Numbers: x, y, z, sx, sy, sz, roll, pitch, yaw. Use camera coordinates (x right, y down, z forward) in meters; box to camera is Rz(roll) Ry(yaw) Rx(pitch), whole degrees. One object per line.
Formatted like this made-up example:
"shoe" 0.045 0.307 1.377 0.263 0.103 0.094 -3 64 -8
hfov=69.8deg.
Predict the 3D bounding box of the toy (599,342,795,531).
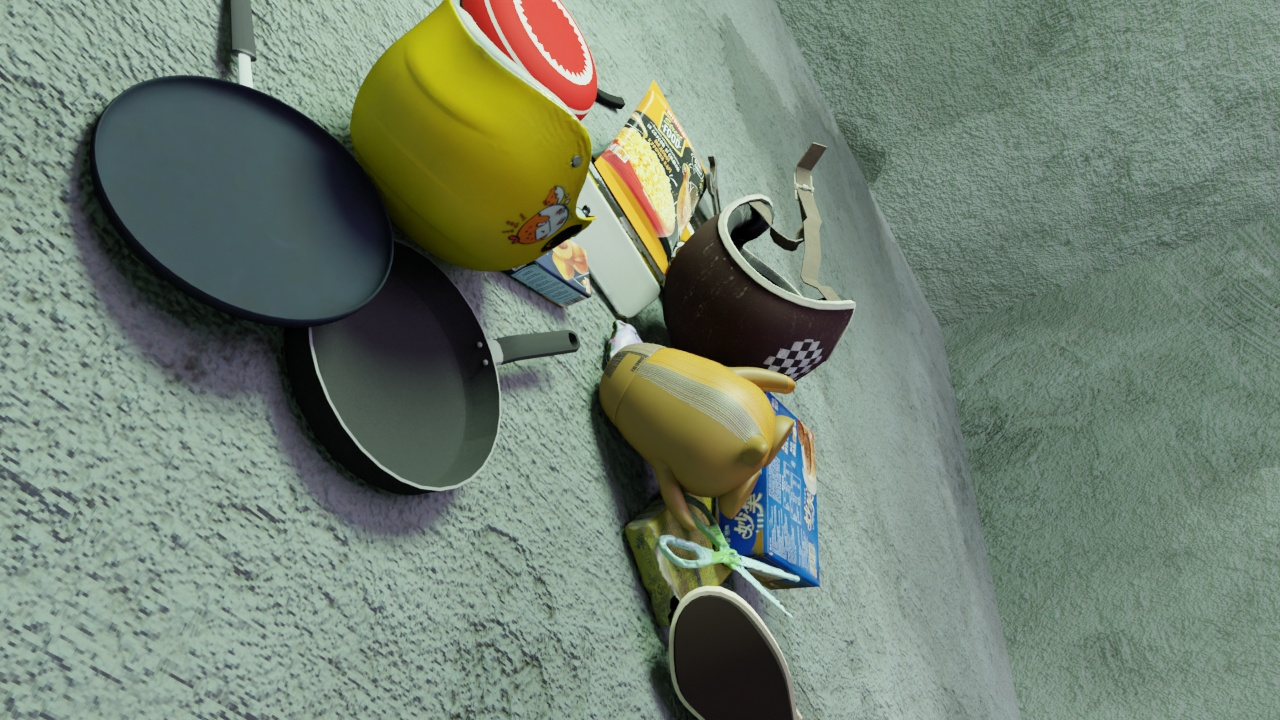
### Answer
"toy" 0.047 0.062 0.992 0.198 0.203 0.163 -53 164 -16

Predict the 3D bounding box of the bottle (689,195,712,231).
"bottle" 0.062 -0.186 1.300 0.174 0.084 0.046 61 27 -20

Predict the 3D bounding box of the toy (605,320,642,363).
"toy" -0.006 0.006 1.074 0.099 0.037 0.080 45 42 -43

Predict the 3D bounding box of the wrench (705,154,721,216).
"wrench" 0.115 -0.164 1.290 0.069 0.010 0.274 -74 158 -44

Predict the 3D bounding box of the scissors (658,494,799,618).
"scissors" 0.096 0.202 0.967 0.170 0.028 0.138 26 32 -18

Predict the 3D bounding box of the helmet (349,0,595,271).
"helmet" -0.153 -0.154 0.760 0.209 0.139 0.240 45 -19 13

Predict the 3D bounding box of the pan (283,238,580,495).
"pan" -0.153 -0.001 0.774 0.354 0.044 0.204 -11 81 -65

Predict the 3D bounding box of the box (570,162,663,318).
"box" -0.051 -0.156 1.096 0.209 0.079 0.080 55 -2 -32

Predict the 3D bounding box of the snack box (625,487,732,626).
"snack box" 0.048 0.207 1.024 0.180 0.045 0.121 -27 99 -62

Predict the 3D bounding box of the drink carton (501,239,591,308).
"drink carton" -0.105 -0.109 0.957 0.130 0.040 0.064 30 45 -53

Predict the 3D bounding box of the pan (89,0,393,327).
"pan" -0.279 -0.174 0.651 0.198 0.021 0.356 12 52 -43

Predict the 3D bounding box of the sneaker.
"sneaker" 0.110 0.353 0.967 0.116 0.112 0.294 -84 153 -77

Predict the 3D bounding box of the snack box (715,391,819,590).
"snack box" 0.155 0.159 1.112 0.155 0.069 0.202 38 48 -48

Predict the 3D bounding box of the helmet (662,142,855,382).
"helmet" 0.147 -0.090 1.123 0.233 0.254 0.233 -11 56 -39

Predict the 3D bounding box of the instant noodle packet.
"instant noodle packet" 0.023 -0.236 1.153 0.160 0.032 0.220 56 39 -27

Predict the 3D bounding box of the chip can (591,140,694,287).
"chip can" 0.018 -0.197 1.228 0.215 0.075 0.075 61 27 -17

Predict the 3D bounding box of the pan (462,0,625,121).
"pan" -0.093 -0.379 1.164 0.355 0.067 0.208 -1 68 -61
